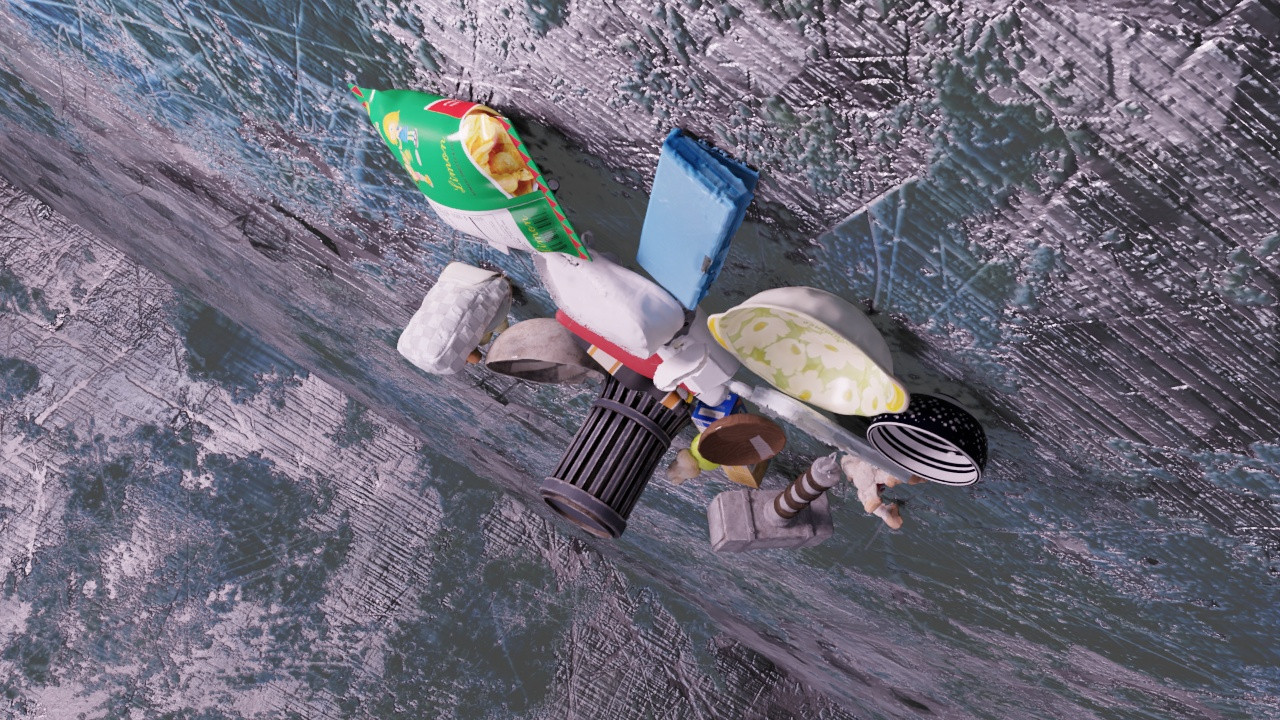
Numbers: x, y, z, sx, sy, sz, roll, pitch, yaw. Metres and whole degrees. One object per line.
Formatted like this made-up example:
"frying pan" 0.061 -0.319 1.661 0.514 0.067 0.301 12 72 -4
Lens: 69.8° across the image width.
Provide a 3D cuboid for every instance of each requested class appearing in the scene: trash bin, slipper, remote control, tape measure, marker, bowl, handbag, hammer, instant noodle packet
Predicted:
"trash bin" -0.038 0.138 1.377 0.164 0.227 0.164 27 161 10
"slipper" -0.046 -0.086 1.040 0.247 0.074 0.112 34 133 40
"remote control" -0.183 -0.173 1.150 0.033 0.012 0.131 30 161 10
"tape measure" 0.057 0.029 1.254 0.064 0.037 0.066 33 148 9
"marker" -0.113 -0.175 1.037 0.021 0.017 0.124 33 159 -8
"bowl" -0.135 -0.018 1.332 0.178 0.081 0.178 3 168 0
"bowl" 0.178 -0.019 0.931 0.219 0.060 0.188 23 160 25
"handbag" -0.262 -0.051 1.327 0.113 0.171 0.123 17 157 34
"bowl" 0.132 0.099 1.209 0.118 0.030 0.118 -2 146 -2
"hammer" 0.219 0.192 1.287 0.176 0.079 0.327 -1 155 -13
"instant noodle packet" -0.179 -0.198 0.965 0.253 0.090 0.196 22 156 36
"bowl" 0.305 0.071 0.953 0.120 0.066 0.120 27 160 10

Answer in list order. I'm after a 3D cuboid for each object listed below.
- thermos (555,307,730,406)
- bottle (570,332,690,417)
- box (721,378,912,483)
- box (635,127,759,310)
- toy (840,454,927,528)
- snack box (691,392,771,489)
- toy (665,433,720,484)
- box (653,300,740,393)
"thermos" 0.009 -0.018 1.158 0.240 0.073 0.073 33 161 -7
"bottle" -0.007 0.007 1.218 0.181 0.059 0.059 42 161 0
"box" 0.203 0.076 1.090 0.208 0.037 0.189 29 -178 -23
"box" 0.051 -0.132 0.884 0.093 0.052 0.232 44 162 10
"toy" 0.295 0.153 1.164 0.074 0.085 0.106 5 -159 -38
"snack box" 0.135 0.113 1.325 0.056 0.057 0.207 15 155 30
"toy" 0.090 0.147 1.403 0.046 0.115 0.092 54 178 32
"box" 0.066 0.007 1.054 0.080 0.150 0.106 -29 126 21
